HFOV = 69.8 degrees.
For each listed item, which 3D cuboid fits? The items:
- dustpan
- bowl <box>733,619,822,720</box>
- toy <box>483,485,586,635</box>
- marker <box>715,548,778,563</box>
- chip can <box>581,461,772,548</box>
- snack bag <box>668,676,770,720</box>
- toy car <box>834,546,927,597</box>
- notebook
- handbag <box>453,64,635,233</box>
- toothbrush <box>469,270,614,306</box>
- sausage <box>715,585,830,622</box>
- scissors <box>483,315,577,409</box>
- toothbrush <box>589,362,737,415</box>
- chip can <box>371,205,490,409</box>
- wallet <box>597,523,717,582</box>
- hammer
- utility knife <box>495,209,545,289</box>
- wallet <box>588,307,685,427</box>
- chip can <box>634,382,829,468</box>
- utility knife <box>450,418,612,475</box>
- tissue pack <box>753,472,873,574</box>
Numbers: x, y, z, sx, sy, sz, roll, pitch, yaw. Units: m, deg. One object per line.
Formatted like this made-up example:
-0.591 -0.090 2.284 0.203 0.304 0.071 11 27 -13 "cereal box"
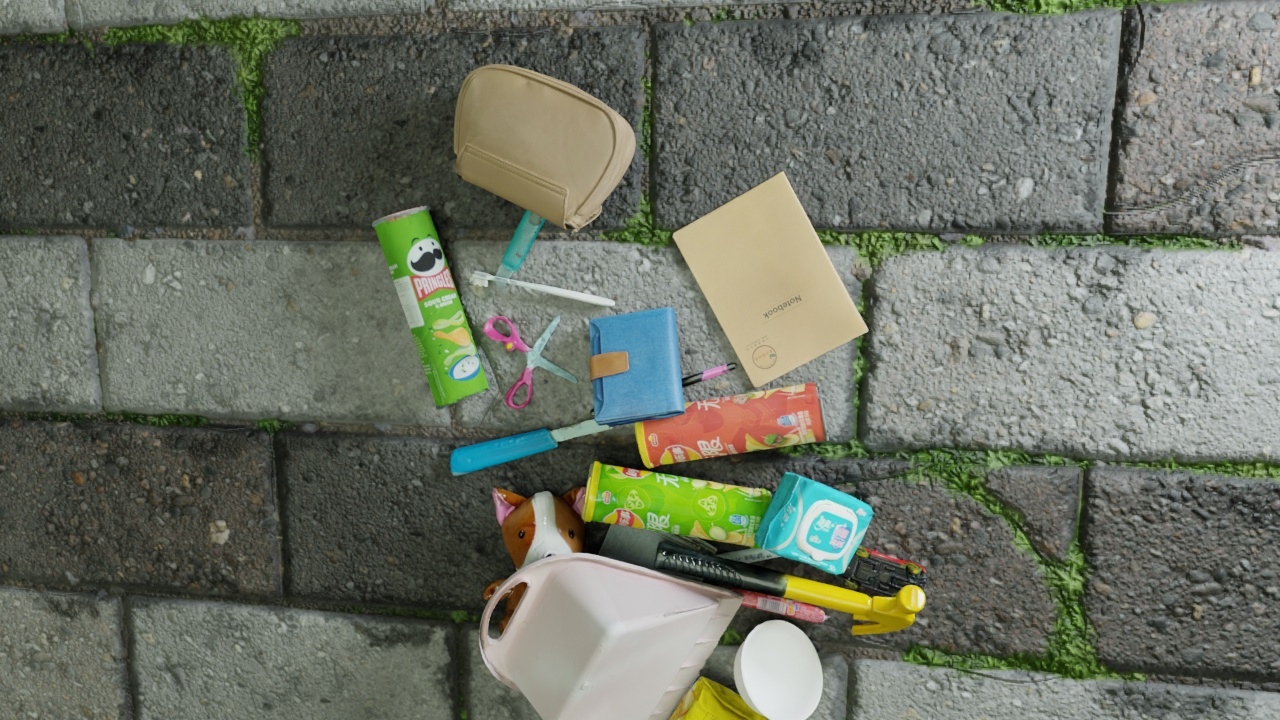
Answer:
-0.043 0.324 1.091 0.139 0.273 0.223 42 109 39 "dustpan"
0.152 0.377 1.101 0.118 0.118 0.065 49 141 0 "bowl"
-0.118 0.250 1.111 0.140 0.130 0.199 2 90 -15 "toy"
0.145 0.232 1.111 0.131 0.018 0.022 -13 88 11 "marker"
0.045 0.170 1.074 0.221 0.072 0.072 9 101 -1 "chip can"
0.084 0.517 1.129 0.158 0.068 0.247 31 110 5 "snack bag"
0.281 0.250 1.081 0.106 0.031 0.049 15 101 9 "toy car"
0.149 -0.091 1.062 0.148 0.008 0.207 -28 93 13 "notebook"
-0.111 -0.242 1.034 0.204 0.099 0.148 28 102 16 "handbag"
-0.119 -0.083 1.102 0.180 0.016 0.016 11 114 4 "toothbrush"
0.153 0.295 1.118 0.156 0.020 0.020 11 101 9 "sausage"
-0.138 -0.002 1.125 0.133 0.017 0.134 29 99 1 "scissors"
0.026 0.035 1.100 0.189 0.017 0.014 -19 97 11 "toothbrush"
-0.251 -0.063 1.105 0.072 0.072 0.236 -16 97 12 "chip can"
0.019 0.239 1.125 0.130 0.036 0.107 25 112 8 "wallet"
0.164 0.259 1.056 0.301 0.129 0.032 13 58 5 "hammer"
-0.130 -0.162 1.097 0.029 0.013 0.176 31 103 3 "utility knife"
-0.006 0.006 1.064 0.106 0.040 0.133 -9 67 10 "wallet"
0.106 0.076 1.065 0.217 0.073 0.073 -9 97 10 "chip can"
-0.138 0.104 1.138 0.219 0.018 0.034 -15 94 13 "utility knife"
0.195 0.185 1.041 0.133 0.050 0.093 24 92 -34 "tissue pack"
